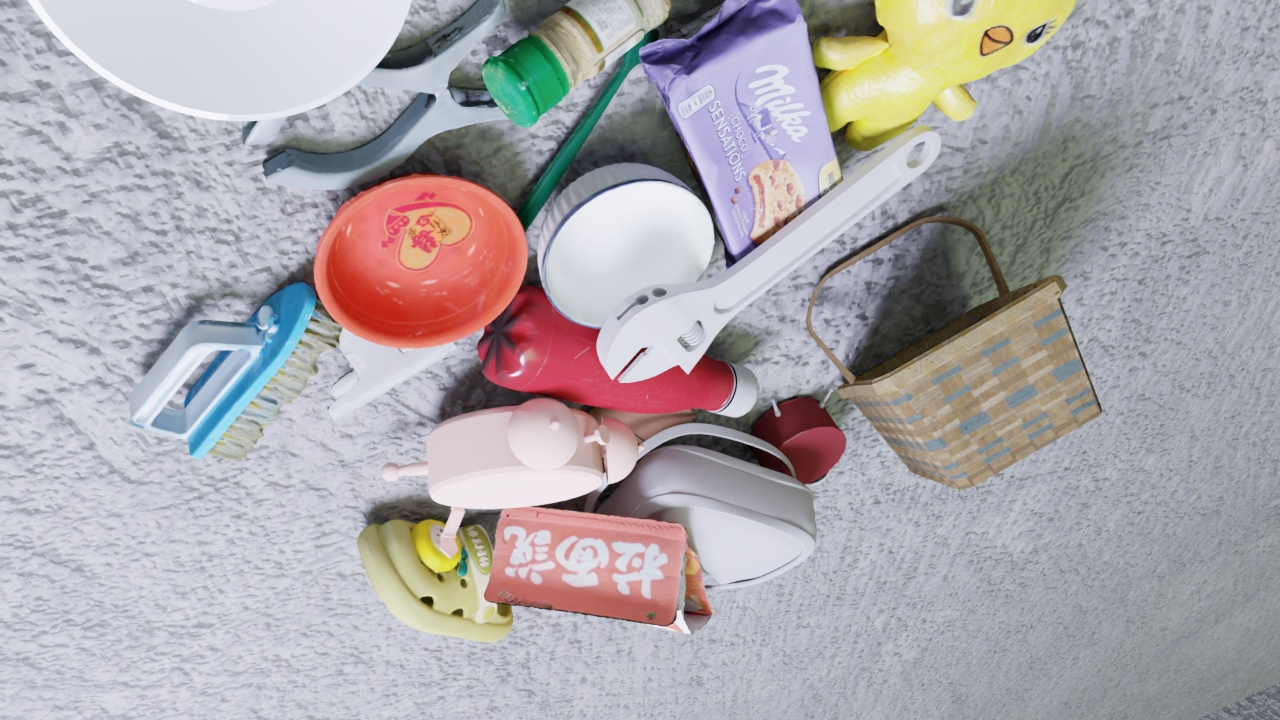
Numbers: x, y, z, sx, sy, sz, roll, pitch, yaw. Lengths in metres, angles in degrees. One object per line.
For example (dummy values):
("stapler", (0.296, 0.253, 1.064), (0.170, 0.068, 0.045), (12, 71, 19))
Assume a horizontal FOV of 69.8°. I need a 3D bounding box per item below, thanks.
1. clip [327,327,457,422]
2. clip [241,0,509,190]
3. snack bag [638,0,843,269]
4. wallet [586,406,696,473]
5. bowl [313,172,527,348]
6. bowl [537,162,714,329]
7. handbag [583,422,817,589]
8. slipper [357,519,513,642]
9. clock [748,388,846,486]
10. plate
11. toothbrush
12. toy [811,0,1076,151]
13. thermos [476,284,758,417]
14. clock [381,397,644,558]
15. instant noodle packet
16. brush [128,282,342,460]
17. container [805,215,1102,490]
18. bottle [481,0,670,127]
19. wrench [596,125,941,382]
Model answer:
("clip", (-0.182, -0.004, 0.640), (0.102, 0.054, 0.057), (-31, 172, 3))
("clip", (-0.137, -0.135, 0.529), (0.163, 0.027, 0.106), (-24, 139, -2))
("snack bag", (0.070, -0.145, 0.597), (0.096, 0.058, 0.205), (-30, 139, 0))
("wallet", (-0.020, 0.062, 0.789), (0.121, 0.013, 0.087), (-37, 137, 13))
("bowl", (-0.139, -0.070, 0.577), (0.130, 0.045, 0.131), (-14, 136, -14))
("bowl", (-0.017, -0.085, 0.612), (0.118, 0.062, 0.118), (-14, 136, -14))
("handbag", (0.037, 0.157, 0.859), (0.215, 0.095, 0.223), (20, 141, -15))
("slipper", (-0.157, 0.186, 0.790), (0.082, 0.091, 0.190), (-37, 140, 7))
("clock", (0.146, 0.086, 0.872), (0.087, 0.044, 0.125), (-9, 135, -19))
("plate", (-0.195, -0.200, 0.428), (0.173, 0.036, 0.174), (-14, 136, -14))
("toothbrush", (-0.049, -0.134, 0.583), (0.016, 0.017, 0.190), (2, 134, -51))
("toy", (0.186, -0.212, 0.575), (0.133, 0.092, 0.208), (9, 137, -31))
("thermos", (-0.004, 0.004, 0.697), (0.239, 0.073, 0.073), (14, 124, -36))
("clock", (-0.092, 0.085, 0.694), (0.161, 0.086, 0.131), (-24, 156, 25))
("instant noodle packet", (-0.025, 0.203, 0.835), (0.164, 0.083, 0.221), (3, 159, 13))
("brush", (-0.253, 0.000, 0.582), (0.136, 0.055, 0.075), (-44, 140, 17))
("container", (0.235, -0.012, 0.739), (0.157, 0.186, 0.250), (-31, 175, 4))
("bottle", (-0.034, -0.177, 0.507), (0.111, 0.043, 0.043), (-41, 139, -12))
("wrench", (0.087, -0.074, 0.620), (0.273, 0.018, 0.086), (-38, 142, 5))
